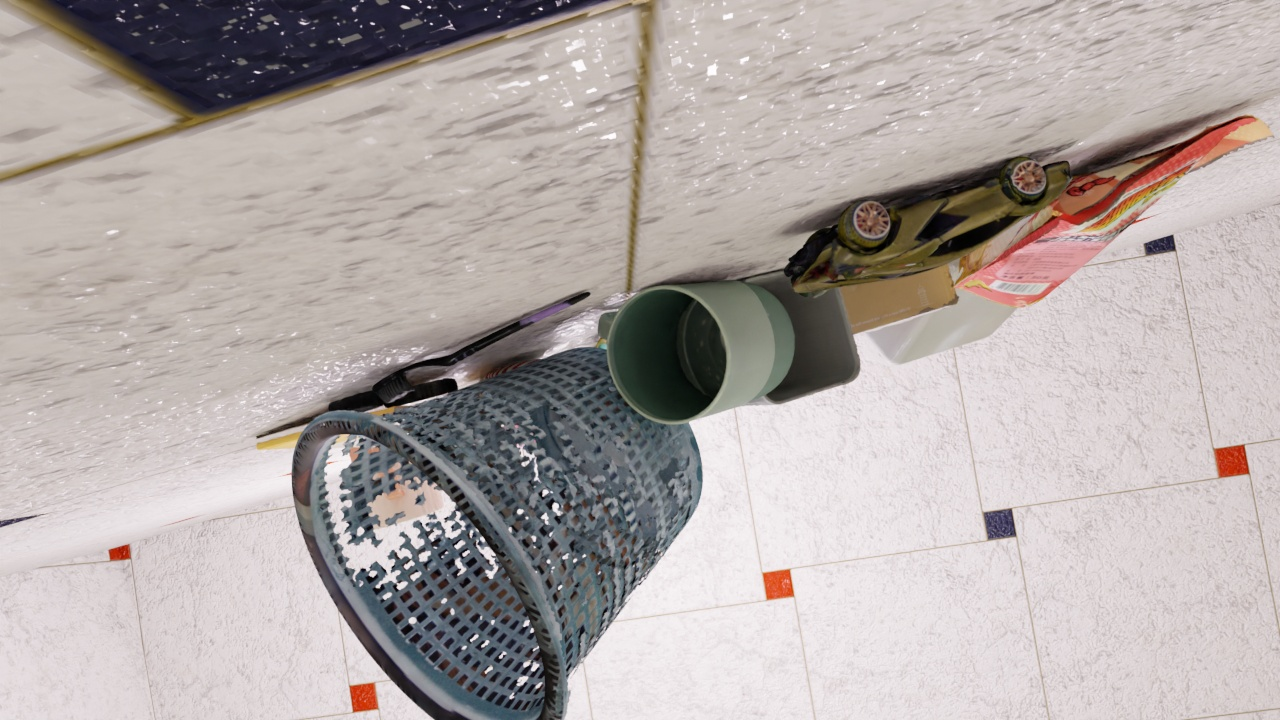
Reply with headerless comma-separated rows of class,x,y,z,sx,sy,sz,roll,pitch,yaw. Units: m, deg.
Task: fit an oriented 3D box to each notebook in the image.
notebook,-0.187,0.054,0.724,0.207,0.010,0.145,-14,168,41

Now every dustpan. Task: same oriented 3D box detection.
dustpan,0.308,-0.102,0.948,0.222,0.142,0.258,-14,147,-32

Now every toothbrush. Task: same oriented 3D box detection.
toothbrush,-0.098,-0.005,0.534,0.189,0.017,0.014,-21,-179,36

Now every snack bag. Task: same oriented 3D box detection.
snack bag,0.284,-0.091,0.597,0.128,0.073,0.208,-23,172,-5

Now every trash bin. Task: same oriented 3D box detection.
trash bin,-0.073,0.094,0.588,0.227,0.226,0.194,-20,-170,46

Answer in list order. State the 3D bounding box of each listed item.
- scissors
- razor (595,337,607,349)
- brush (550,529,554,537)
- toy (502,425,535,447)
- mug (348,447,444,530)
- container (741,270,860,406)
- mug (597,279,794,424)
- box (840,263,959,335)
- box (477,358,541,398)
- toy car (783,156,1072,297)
scissors,-0.217,0.039,0.692,0.178,0.014,0.159,-15,177,-5
razor,-0.020,-0.009,0.718,0.043,0.028,0.133,-47,-179,-13
brush,-0.015,0.082,0.948,0.313,0.060,0.110,-52,-174,-29
toy,-0.073,0.045,0.936,0.179,0.074,0.194,-23,180,22
mug,-0.255,0.115,0.949,0.081,0.106,0.115,-16,177,-10
container,0.087,-0.013,0.692,0.090,0.090,0.114,-14,179,-27
mug,0.031,-0.012,0.581,0.112,0.082,0.106,17,-164,30
box,0.188,-0.052,0.786,0.184,0.060,0.089,-19,177,14
box,-0.100,0.029,0.762,0.070,0.055,0.164,7,171,-15
toy car,0.151,-0.069,0.479,0.158,0.042,0.070,-19,177,-6
